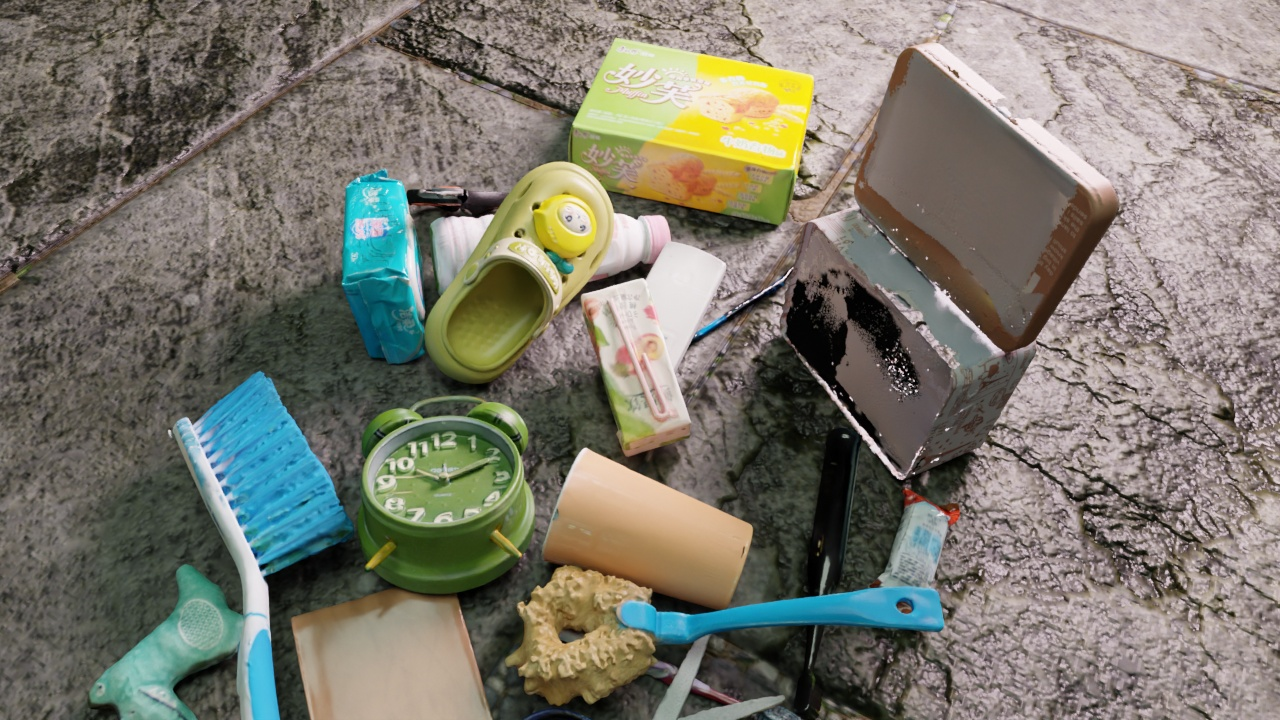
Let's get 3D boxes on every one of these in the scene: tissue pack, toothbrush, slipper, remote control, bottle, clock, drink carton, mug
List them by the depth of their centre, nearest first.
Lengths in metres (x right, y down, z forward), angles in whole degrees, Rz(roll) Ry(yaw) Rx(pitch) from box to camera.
[{"bbox_3d":[0.013,0.190,0.567,0.187,0.017,0.016,21,52,12],"label":"toothbrush"},{"bbox_3d":[0.006,0.114,0.597,0.123,0.078,0.078,20,51,4],"label":"mug"},{"bbox_3d":[-0.130,0.079,0.614,0.116,0.056,0.161,-3,39,-9],"label":"clock"},{"bbox_3d":[0.126,0.136,0.618,0.026,0.027,0.212,-20,38,38],"label":"toothbrush"},{"bbox_3d":[-0.004,0.004,0.679,0.053,0.045,0.122,-15,69,-5],"label":"drink carton"},{"bbox_3d":[-0.083,-0.062,0.689,0.190,0.091,0.082,-54,24,-6],"label":"slipper"},{"bbox_3d":[-0.199,-0.074,0.721,0.050,0.093,0.133,-8,52,-6],"label":"tissue pack"},{"bbox_3d":[0.020,-0.036,0.739,0.056,0.019,0.134,22,63,11],"label":"remote control"},{"bbox_3d":[-0.073,-0.093,0.768,0.196,0.068,0.068,-7,51,-15],"label":"bottle"},{"bbox_3d":[0.104,-0.055,0.784,0.189,0.014,0.016,-33,84,-27],"label":"toothbrush"}]

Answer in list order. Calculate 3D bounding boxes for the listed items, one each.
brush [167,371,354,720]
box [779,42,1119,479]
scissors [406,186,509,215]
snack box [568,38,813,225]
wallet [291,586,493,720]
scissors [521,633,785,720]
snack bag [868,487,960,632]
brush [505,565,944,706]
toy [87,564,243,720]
[{"bbox_3d":[-0.222,0.127,0.557,0.109,0.061,0.314,-27,51,-24],"label":"brush"},{"bbox_3d":[0.197,-0.062,0.636,0.082,0.260,0.176,-18,54,-22],"label":"box"},{"bbox_3d":[-0.165,-0.127,0.729,0.148,0.022,0.234,4,9,17],"label":"scissors"},{"bbox_3d":[0.052,-0.223,0.882,0.210,0.070,0.157,13,51,6],"label":"snack box"},{"bbox_3d":[-0.150,0.192,0.552,0.101,0.020,0.115,-14,56,-17],"label":"wallet"},{"bbox_3d":[0.000,0.226,0.529,0.162,0.012,0.174,4,56,7],"label":"scissors"},{"bbox_3d":[0.188,0.131,0.626,0.045,0.026,0.105,28,54,6],"label":"snack bag"},{"bbox_3d":[0.044,0.153,0.534,0.255,0.046,0.083,-7,46,11],"label":"brush"},{"bbox_3d":[-0.276,0.181,0.544,0.096,0.030,0.091,38,62,16],"label":"toy"}]
